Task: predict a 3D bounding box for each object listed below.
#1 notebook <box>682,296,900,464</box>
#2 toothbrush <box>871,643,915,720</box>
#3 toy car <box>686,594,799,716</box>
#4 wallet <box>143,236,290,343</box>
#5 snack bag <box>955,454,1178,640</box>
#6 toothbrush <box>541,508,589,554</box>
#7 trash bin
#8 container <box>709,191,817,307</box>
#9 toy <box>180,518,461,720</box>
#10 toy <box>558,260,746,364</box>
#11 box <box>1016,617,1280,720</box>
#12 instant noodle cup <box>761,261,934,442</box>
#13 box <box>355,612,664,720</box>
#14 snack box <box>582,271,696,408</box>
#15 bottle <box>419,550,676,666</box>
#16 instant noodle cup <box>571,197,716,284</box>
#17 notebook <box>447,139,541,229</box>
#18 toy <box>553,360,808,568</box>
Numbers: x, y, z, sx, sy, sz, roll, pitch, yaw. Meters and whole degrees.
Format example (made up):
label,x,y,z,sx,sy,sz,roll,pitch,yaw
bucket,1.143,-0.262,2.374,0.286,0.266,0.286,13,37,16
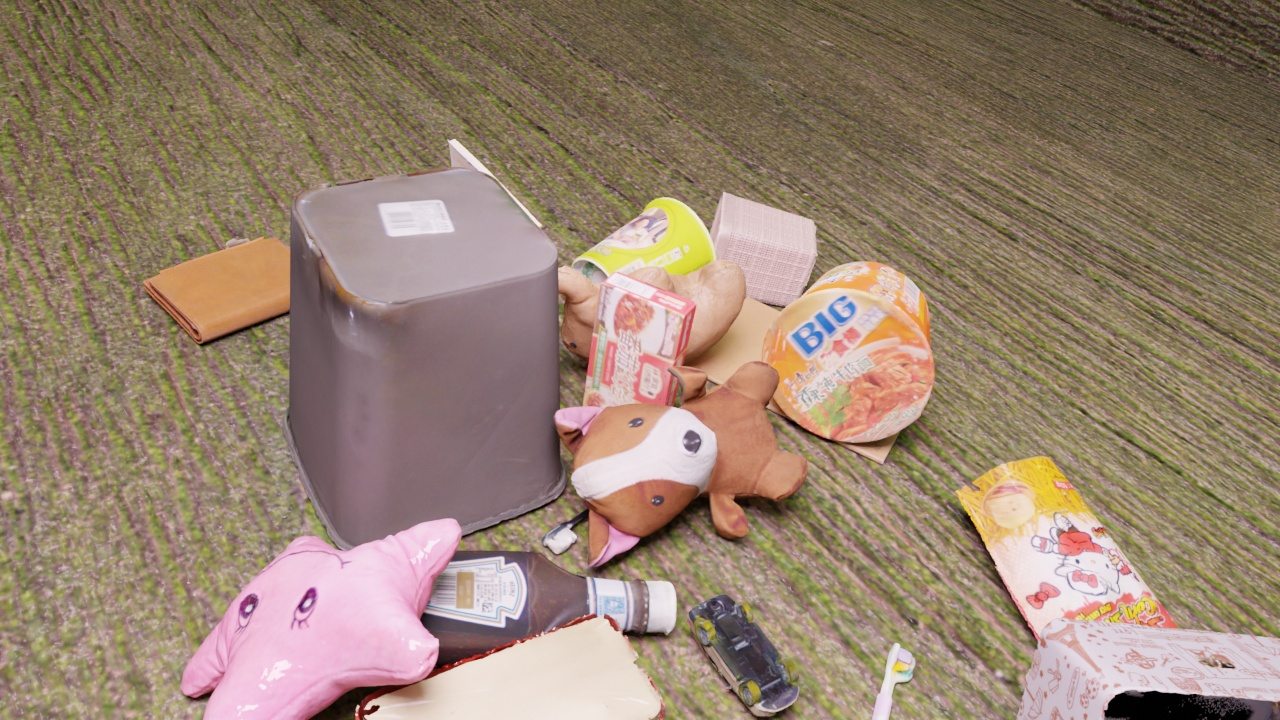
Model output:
label,x,y,z,sx,sy,sz,roll,pitch,yaw
notebook,0.168,0.014,0.918,0.211,0.012,0.149,26,41,18
toothbrush,0.150,0.261,0.590,0.020,0.029,0.189,-17,22,36
toy car,0.070,0.204,0.629,0.042,0.035,0.090,-17,46,-30
wallet,-0.381,-0.071,0.866,0.108,0.031,0.131,36,43,24
snack bag,0.343,0.177,0.723,0.128,0.073,0.207,-4,48,-20
toothbrush,-0.011,0.106,0.750,0.018,0.016,0.180,38,45,21
trash bin,-0.164,-0.009,0.691,0.198,0.220,0.198,-16,45,-29
container,0.131,-0.119,1.016,0.111,0.090,0.089,14,37,-2
toy,-0.190,0.163,0.541,0.195,0.075,0.178,-10,32,30
toy,-0.010,-0.041,0.828,0.225,0.144,0.082,-3,50,-36
box,0.331,0.263,0.514,0.181,0.158,0.205,9,19,-4
instant noodle cup,0.198,-0.016,0.845,0.151,0.152,0.111,21,33,12
box,-0.075,0.217,0.540,0.168,0.077,0.091,-13,44,-27
snack box,-0.005,0.004,0.767,0.075,0.153,0.025,24,40,16
bottle,-0.073,0.169,0.630,0.194,0.044,0.079,3,42,-12
instant noodle cup,-0.004,-0.092,0.938,0.123,0.112,0.112,-32,55,-32
notebook,-0.121,-0.065,0.782,0.010,0.207,0.146,-23,49,-27
toy,0.033,0.075,0.710,0.199,0.131,0.140,-9,74,-26
